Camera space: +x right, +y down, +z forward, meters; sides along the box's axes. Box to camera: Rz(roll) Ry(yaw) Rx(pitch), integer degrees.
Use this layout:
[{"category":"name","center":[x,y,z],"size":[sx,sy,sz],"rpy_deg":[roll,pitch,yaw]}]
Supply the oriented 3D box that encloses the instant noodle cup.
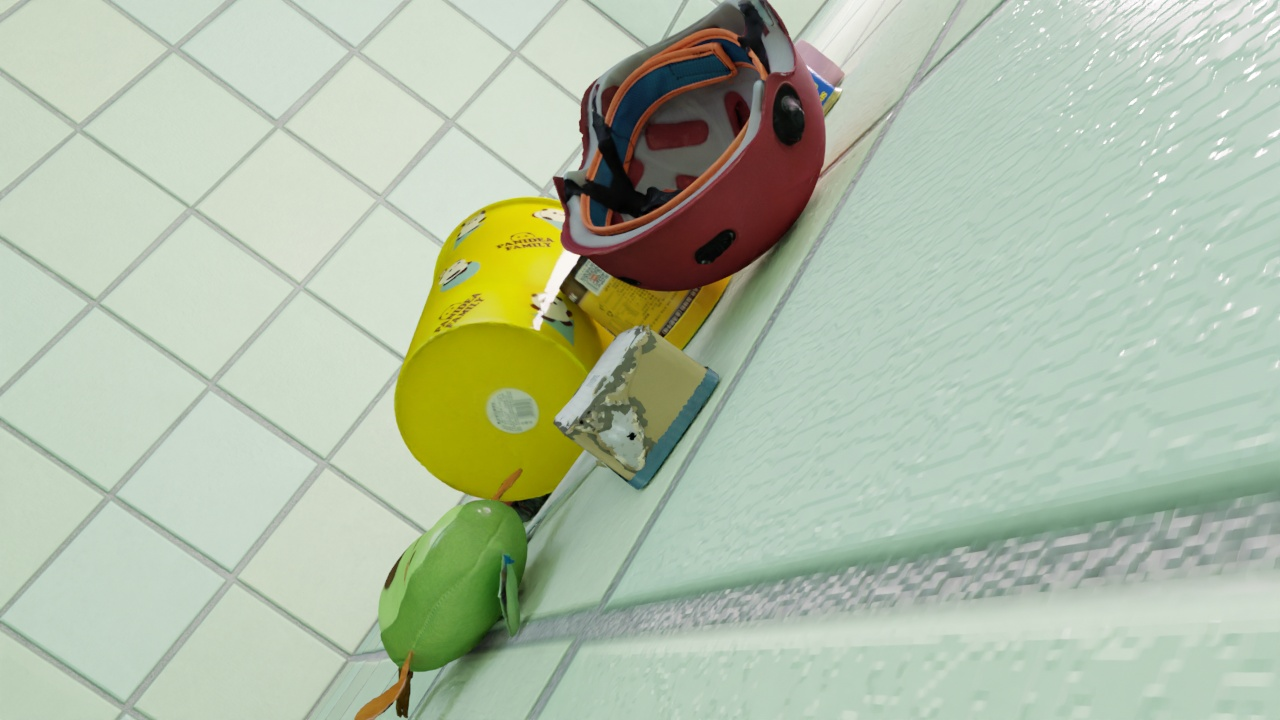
[{"category":"instant noodle cup","center":[0.001,-0.066,0.798],"size":[0.118,0.114,0.118],"rpy_deg":[-53,6,8]}]

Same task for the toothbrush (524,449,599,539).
[{"category":"toothbrush","center":[-0.070,0.115,0.795],"size":[0.181,0.016,0.016],"rpy_deg":[-51,1,35]}]

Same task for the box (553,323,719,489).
[{"category":"box","center":[-0.010,0.029,0.610],"size":[0.089,0.061,0.184],"rpy_deg":[-53,4,-4]}]

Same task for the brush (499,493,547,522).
[{"category":"brush","center":[-0.141,0.135,0.971],"size":[0.063,0.069,0.146],"rpy_deg":[-55,6,-21]}]

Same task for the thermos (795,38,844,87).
[{"category":"thermos","center":[0.151,-0.265,1.061],"size":[0.199,0.067,0.087],"rpy_deg":[-54,-26,17]}]

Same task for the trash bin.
[{"category":"trash bin","center":[-0.119,-0.012,0.899],"size":[0.230,0.229,0.254],"rpy_deg":[-51,15,24]}]

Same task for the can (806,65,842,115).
[{"category":"can","center":[0.147,-0.269,0.967],"size":[0.102,0.083,0.057],"rpy_deg":[-52,6,19]}]

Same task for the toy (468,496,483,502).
[{"category":"toy","center":[-0.183,0.178,1.131],"size":[0.121,0.054,0.159],"rpy_deg":[-43,10,23]}]

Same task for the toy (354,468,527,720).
[{"category":"toy","center":[-0.144,0.172,0.688],"size":[0.247,0.090,0.226],"rpy_deg":[-51,12,52]}]

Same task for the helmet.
[{"category":"helmet","center":[0.048,-0.137,0.685],"size":[0.207,0.144,0.239],"rpy_deg":[-17,47,38]}]
